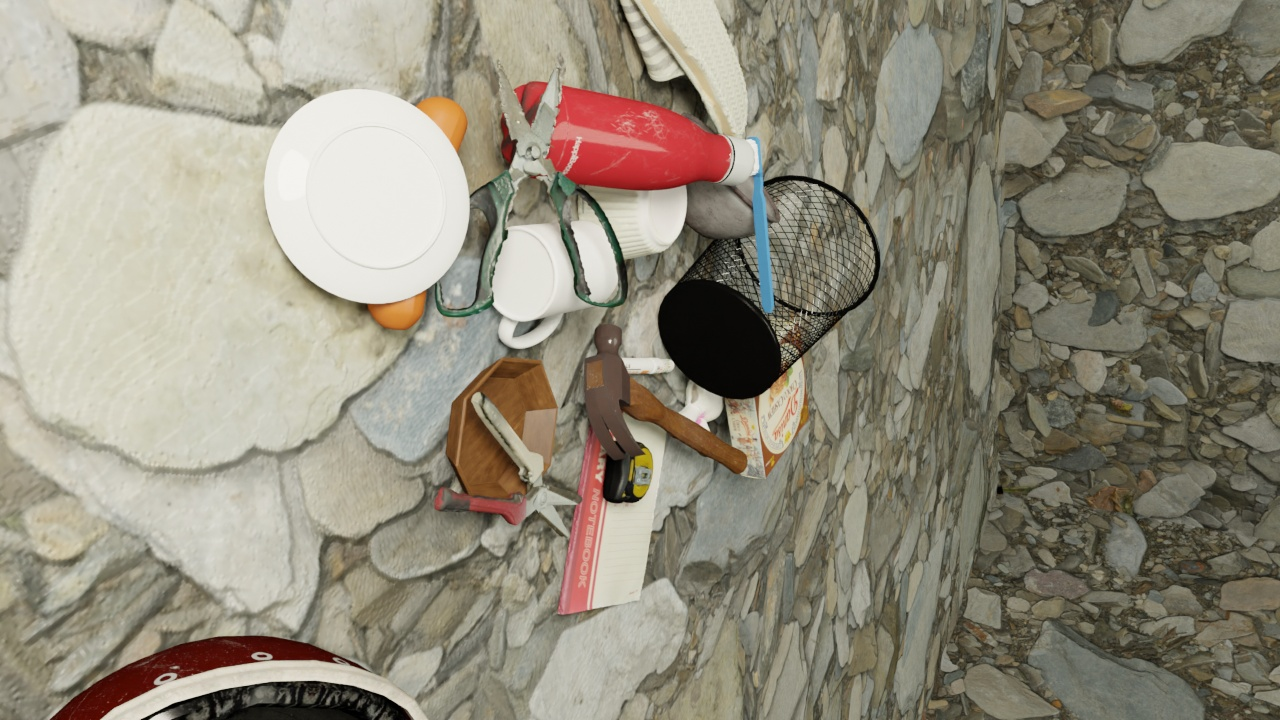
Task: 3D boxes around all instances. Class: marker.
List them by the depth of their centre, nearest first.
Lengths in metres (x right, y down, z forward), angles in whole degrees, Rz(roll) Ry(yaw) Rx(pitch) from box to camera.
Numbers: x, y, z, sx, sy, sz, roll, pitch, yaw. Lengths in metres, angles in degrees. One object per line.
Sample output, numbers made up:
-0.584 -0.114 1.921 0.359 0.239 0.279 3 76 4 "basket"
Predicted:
-0.006 0.005 0.934 0.145 0.017 0.017 0 97 -60 "marker"

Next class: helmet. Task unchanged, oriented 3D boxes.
-0.196 0.251 0.427 0.233 0.253 0.234 23 101 -44 "helmet"

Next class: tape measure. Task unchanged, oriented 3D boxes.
-0.010 0.111 0.911 0.061 0.034 0.061 7 91 -61 "tape measure"

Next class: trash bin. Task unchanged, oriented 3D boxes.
0.136 -0.074 1.010 0.209 0.184 0.184 -45 134 -39 "trash bin"

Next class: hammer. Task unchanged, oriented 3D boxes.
0.037 0.068 0.942 0.322 0.033 0.115 34 49 -55 "hammer"

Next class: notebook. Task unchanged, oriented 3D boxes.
-0.024 0.150 0.943 0.153 0.012 0.208 13 85 -60 "notebook"

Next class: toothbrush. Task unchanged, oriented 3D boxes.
0.111 -0.125 0.865 0.014 0.016 0.167 -17 109 -31 "toothbrush"

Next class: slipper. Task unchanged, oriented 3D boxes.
0.041 -0.320 0.896 0.272 0.054 0.114 43 56 -50 "slipper"

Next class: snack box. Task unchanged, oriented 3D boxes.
0.155 0.045 1.118 0.142 0.041 0.147 -42 130 -47 "snack box"

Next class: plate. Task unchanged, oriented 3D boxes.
-0.167 -0.104 0.582 0.134 0.011 0.134 -2 94 -38 "plate"
-0.115 0.058 0.748 0.131 0.025 0.131 -22 116 -57 "plate"

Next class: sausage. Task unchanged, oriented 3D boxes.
-0.154 -0.102 0.626 0.044 0.039 0.164 19 81 -49 "sausage"

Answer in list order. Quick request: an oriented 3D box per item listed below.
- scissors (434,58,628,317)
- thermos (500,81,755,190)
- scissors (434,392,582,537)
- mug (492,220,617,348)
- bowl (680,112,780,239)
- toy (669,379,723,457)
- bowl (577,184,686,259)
-0.061 -0.112 0.672 0.179 0.015 0.206 21 84 -33 "scissors"
0.002 -0.178 0.767 0.239 0.073 0.073 -1 99 -38 "thermos"
-0.101 0.098 0.738 0.186 0.015 0.179 -36 128 -53 "scissors"
-0.078 -0.059 0.750 0.090 0.074 0.111 -19 139 -57 "mug"
0.070 -0.175 0.933 0.145 0.067 0.144 40 23 -21 "bowl"
0.073 0.048 1.062 0.079 0.038 0.122 50 56 -41 "toy"
-0.001 -0.148 0.858 0.115 0.063 0.115 -22 116 -57 "bowl"
